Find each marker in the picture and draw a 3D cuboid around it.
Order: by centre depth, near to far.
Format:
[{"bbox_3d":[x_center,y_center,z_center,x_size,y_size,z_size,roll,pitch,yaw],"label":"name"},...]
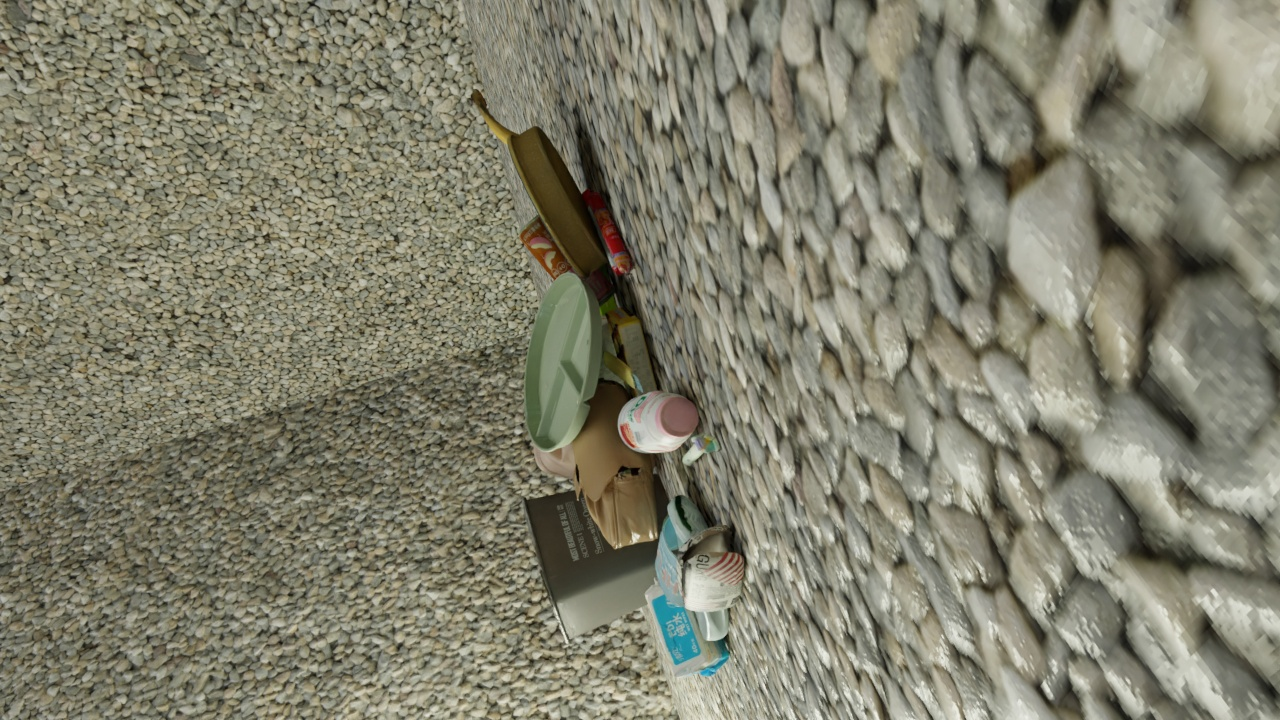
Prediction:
[{"bbox_3d":[-0.046,-0.161,1.140,0.017,0.017,0.145,82,168,-53],"label":"marker"}]

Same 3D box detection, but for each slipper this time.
[{"bbox_3d":[0.057,0.259,1.115,0.104,0.074,0.246,-114,8,-49],"label":"slipper"}]

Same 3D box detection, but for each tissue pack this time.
[{"bbox_3d":[0.062,0.359,1.242,0.090,0.063,0.140,25,-140,-59],"label":"tissue pack"}]

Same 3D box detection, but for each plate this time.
[{"bbox_3d":[-0.099,0.003,1.168,0.231,0.027,0.229,-34,52,57],"label":"plate"}]

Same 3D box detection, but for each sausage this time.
[{"bbox_3d":[-0.036,-0.153,1.080,0.020,0.020,0.155,81,168,-50],"label":"sausage"}]

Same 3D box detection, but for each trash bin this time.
[{"bbox_3d":[-0.051,0.296,1.435,0.199,0.219,0.198,80,170,-50],"label":"trash bin"}]

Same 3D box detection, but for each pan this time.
[{"bbox_3d":[-0.142,-0.251,1.186,0.357,0.078,0.198,67,-173,32],"label":"pan"}]

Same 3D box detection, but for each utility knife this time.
[{"bbox_3d":[-0.024,0.014,1.125,0.176,0.019,0.031,-132,22,-73],"label":"utility knife"}]

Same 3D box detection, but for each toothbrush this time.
[{"bbox_3d":[0.058,0.095,0.949,0.190,0.029,0.020,104,-170,-78],"label":"toothbrush"}]

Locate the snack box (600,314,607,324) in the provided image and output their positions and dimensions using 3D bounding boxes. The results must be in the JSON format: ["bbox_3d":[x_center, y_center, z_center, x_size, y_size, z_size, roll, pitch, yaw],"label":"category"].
[{"bbox_3d":[-0.069,-0.049,1.328,0.155,0.077,0.027,-124,18,-67],"label":"snack box"}]

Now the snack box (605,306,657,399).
[{"bbox_3d":[-0.007,0.007,1.174,0.087,0.033,0.140,-129,22,-70],"label":"snack box"}]

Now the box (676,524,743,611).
[{"bbox_3d":[0.073,0.233,0.962,0.164,0.075,0.076,89,157,-59],"label":"box"}]

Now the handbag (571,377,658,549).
[{"bbox_3d":[-0.037,0.129,1.145,0.204,0.099,0.148,-109,10,-47],"label":"handbag"}]

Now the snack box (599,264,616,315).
[{"bbox_3d":[-0.071,-0.148,1.319,0.085,0.026,0.156,-128,22,-68],"label":"snack box"}]

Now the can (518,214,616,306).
[{"bbox_3d":[-0.100,-0.133,1.255,0.147,0.058,0.058,50,173,-2],"label":"can"}]

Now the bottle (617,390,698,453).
[{"bbox_3d":[0.022,0.064,0.977,0.197,0.068,0.068,145,108,-78],"label":"bottle"}]

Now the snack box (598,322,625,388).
[{"bbox_3d":[-0.039,0.027,1.245,0.027,0.084,0.157,33,143,52],"label":"snack box"}]

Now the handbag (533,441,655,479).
[{"bbox_3d":[-0.069,0.065,1.373,0.193,0.094,0.233,25,-126,-50],"label":"handbag"}]
